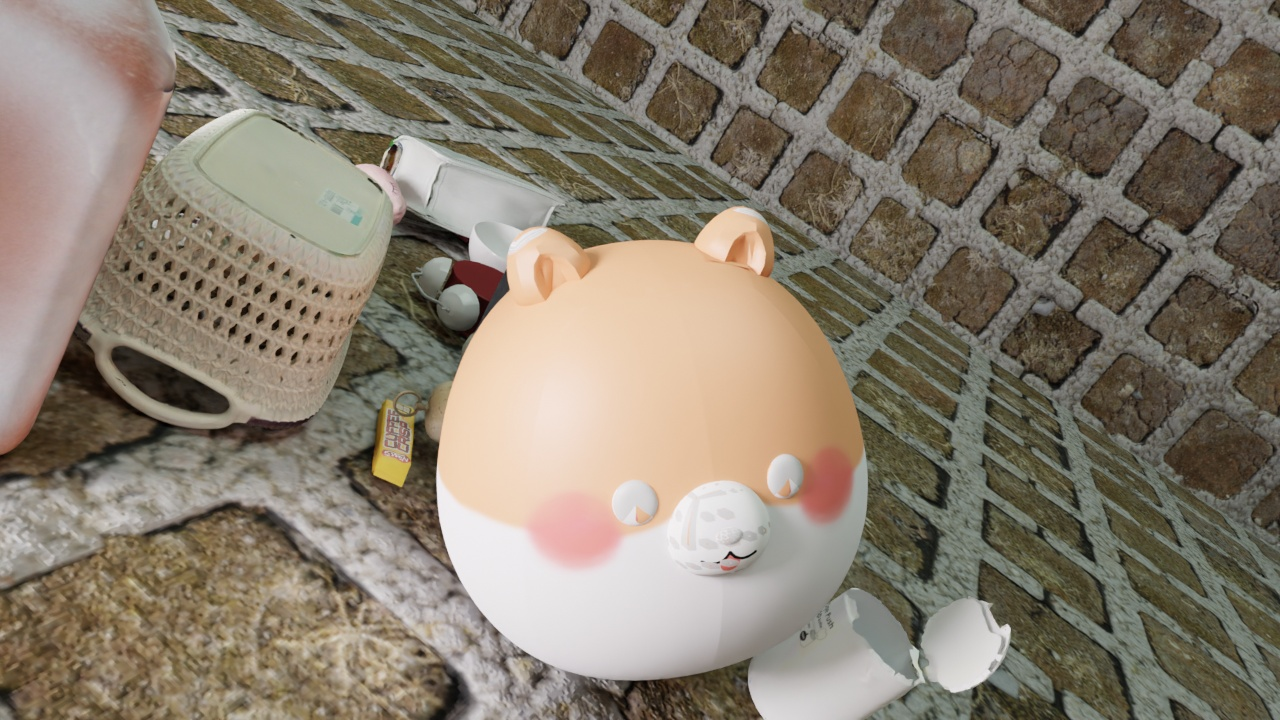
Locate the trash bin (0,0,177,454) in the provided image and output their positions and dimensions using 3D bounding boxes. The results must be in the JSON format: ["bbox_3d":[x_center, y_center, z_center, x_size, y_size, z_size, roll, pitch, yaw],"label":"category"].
[{"bbox_3d":[-0.345,-0.097,0.433,0.157,0.260,0.181,15,26,-43],"label":"trash bin"}]

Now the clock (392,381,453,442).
[{"bbox_3d":[-0.118,0.043,0.694,0.140,0.093,0.054,15,19,-26],"label":"clock"}]

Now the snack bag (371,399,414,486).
[{"bbox_3d":[-0.180,0.057,0.667,0.026,0.020,0.099,23,22,-21],"label":"snack bag"}]

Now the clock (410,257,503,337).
[{"bbox_3d":[-0.165,-0.059,0.919,0.137,0.048,0.096,13,27,-42],"label":"clock"}]

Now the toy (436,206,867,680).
[{"bbox_3d":[0.007,0.052,0.563,0.262,0.281,0.265,-8,21,-14],"label":"toy"}]

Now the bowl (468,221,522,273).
[{"bbox_3d":[-0.148,-0.107,1.051,0.114,0.051,0.114,26,23,-12],"label":"bowl"}]

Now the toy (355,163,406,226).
[{"bbox_3d":[-0.310,-0.181,0.998,0.105,0.053,0.108,-3,38,-34],"label":"toy"}]

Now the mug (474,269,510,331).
[{"bbox_3d":[-0.092,-0.017,0.846,0.124,0.104,0.083,39,21,18],"label":"mug"}]

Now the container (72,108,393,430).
[{"bbox_3d":[-0.274,-0.073,0.653,0.184,0.143,0.251,34,18,-21],"label":"container"}]

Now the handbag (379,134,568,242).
[{"bbox_3d":[-0.208,-0.197,1.123,0.198,0.096,0.142,13,13,-40],"label":"handbag"}]

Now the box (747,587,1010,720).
[{"bbox_3d":[0.158,0.198,0.626,0.094,0.166,0.084,40,24,-10],"label":"box"}]

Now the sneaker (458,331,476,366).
[{"bbox_3d":[-0.051,0.058,0.781,0.235,0.088,0.079,28,52,-22],"label":"sneaker"}]
